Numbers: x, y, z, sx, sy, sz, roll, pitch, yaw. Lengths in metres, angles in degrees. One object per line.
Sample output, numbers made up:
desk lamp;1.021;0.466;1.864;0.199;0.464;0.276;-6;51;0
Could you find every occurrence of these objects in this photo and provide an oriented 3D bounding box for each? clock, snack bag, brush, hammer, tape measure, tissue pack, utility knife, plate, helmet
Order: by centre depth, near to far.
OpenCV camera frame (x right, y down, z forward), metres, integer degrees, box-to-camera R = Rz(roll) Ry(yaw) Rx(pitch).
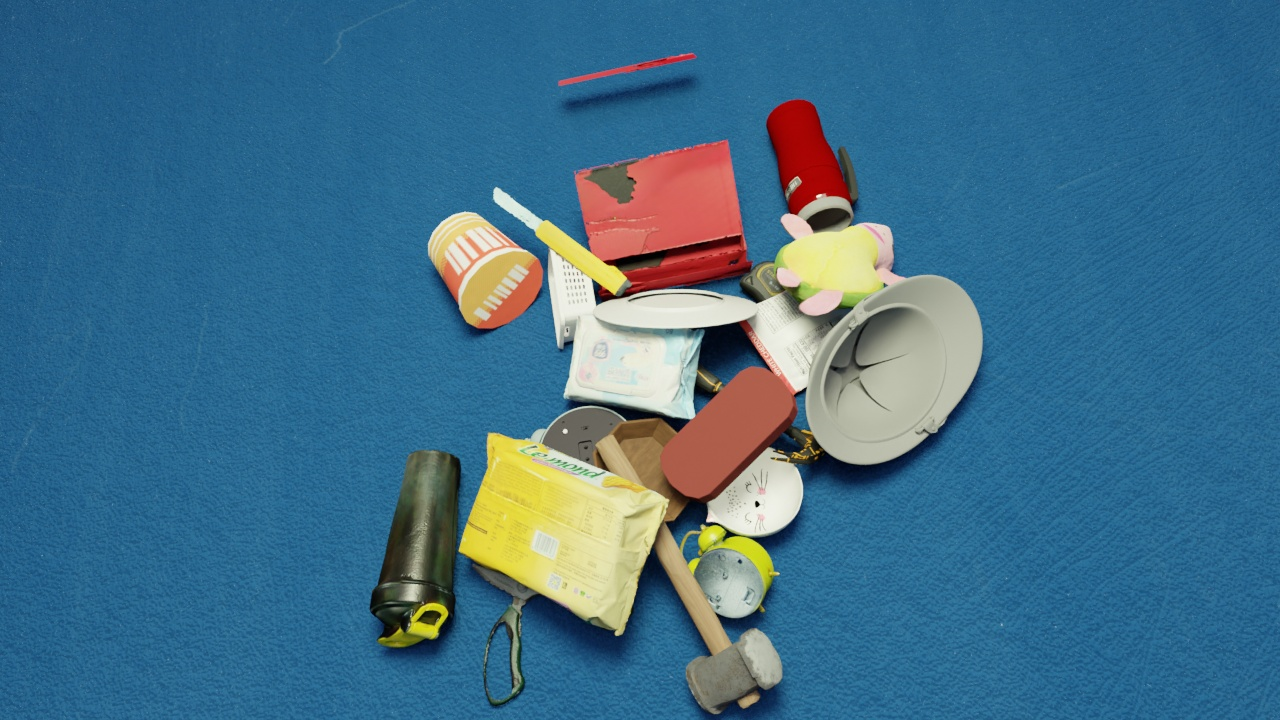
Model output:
hammer;0.039;0.226;1.013;0.098;0.052;0.328;-39;72;31
snack bag;-0.098;0.188;1.026;0.247;0.068;0.159;18;92;30
clock;0.095;0.236;1.035;0.119;0.057;0.083;27;113;20
brush;0.104;0.088;1.059;0.173;0.042;0.082;-45;58;1
plate;0.005;0.134;1.089;0.131;0.025;0.131;5;71;-15
helmet;0.283;0.009;1.123;0.270;0.118;0.183;-39;102;-17
tissue pack;-0.007;0.007;1.135;0.182;0.070;0.112;8;83;32
clock;-0.075;0.123;1.136;0.159;0.045;0.122;-10;62;1
hammer;0.095;0.035;1.154;0.321;0.036;0.123;31;34;24
plate;0.044;-0.071;1.157;0.209;0.208;0.015;0;105;5
snack bag;0.216;-0.041;1.189;0.144;0.039;0.130;-30;76;-15
utility knife;-0.106;-0.158;1.208;0.225;0.019;0.030;37;88;2
tape measure;0.173;-0.102;1.234;0.061;0.034;0.061;-40;78;-11

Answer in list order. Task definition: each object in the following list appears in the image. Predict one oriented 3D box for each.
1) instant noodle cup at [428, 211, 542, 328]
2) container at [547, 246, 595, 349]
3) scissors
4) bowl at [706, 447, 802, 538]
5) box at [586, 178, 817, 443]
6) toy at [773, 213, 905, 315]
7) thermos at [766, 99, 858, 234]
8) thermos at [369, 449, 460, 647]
instant noodle cup;-0.218;-0.129;1.245;0.123;0.123;0.121;-36;57;-13
container;-0.092;-0.088;1.231;0.049;0.081;0.129;-5;62;-10
scissors;-0.124;0.307;1.061;0.202;0.015;0.204;18;66;16
bowl;0.133;0.161;1.090;0.115;0.051;0.114;-2;60;4
box;0.052;-0.084;1.129;0.214;0.171;0.477;-10;24;1
toy;0.250;-0.119;1.165;0.190;0.088;0.237;30;40;24
thermos;0.247;-0.268;1.290;0.108;0.084;0.198;-2;59;-15
thermos;-0.256;0.218;1.079;0.098;0.098;0.220;-1;58;5
